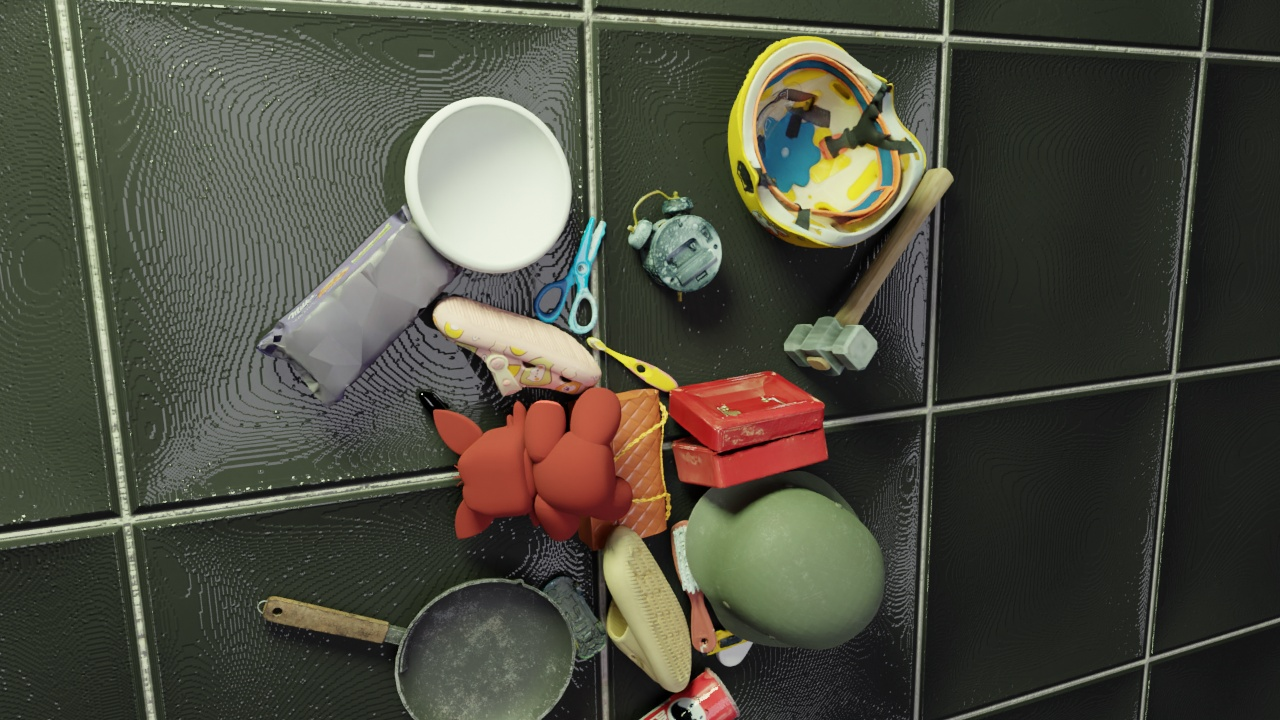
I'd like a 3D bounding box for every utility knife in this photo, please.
[{"bbox_3d":[0.144,0.354,1.206,0.155,0.017,0.030,-13,114,-24],"label":"utility knife"}]

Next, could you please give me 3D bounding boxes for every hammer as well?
[{"bbox_3d":[0.307,-0.120,1.169,0.051,0.117,0.322,43,73,-24],"label":"hammer"}]

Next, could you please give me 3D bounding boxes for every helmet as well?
[{"bbox_3d":[0.187,0.246,1.095,0.267,0.154,0.227,30,84,-12],"label":"helmet"},{"bbox_3d":[0.190,-0.242,1.069,0.209,0.140,0.240,-37,99,-14],"label":"helmet"}]

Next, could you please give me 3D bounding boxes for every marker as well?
[{"bbox_3d":[-0.198,0.083,1.020,0.022,0.016,0.138,-45,115,-15],"label":"marker"}]

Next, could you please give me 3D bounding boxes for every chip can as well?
[{"bbox_3d":[0.012,0.485,1.154,0.232,0.073,0.073,-31,110,-15],"label":"chip can"}]

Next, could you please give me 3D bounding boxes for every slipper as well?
[{"bbox_3d":[-0.140,-0.004,0.999,0.197,0.093,0.082,22,110,-24],"label":"slipper"},{"bbox_3d":[-0.007,0.303,1.092,0.079,0.111,0.262,-12,126,14],"label":"slipper"}]

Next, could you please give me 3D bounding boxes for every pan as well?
[{"bbox_3d":[-0.245,0.313,1.028,0.356,0.040,0.208,22,96,-18],"label":"pan"}]

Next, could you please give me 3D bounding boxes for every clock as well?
[{"bbox_3d":[0.039,-0.136,1.064,0.090,0.052,0.129,-38,113,-13],"label":"clock"}]

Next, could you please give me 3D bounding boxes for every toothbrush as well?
[{"bbox_3d":[-0.006,0.006,1.090,0.135,0.016,0.021,30,85,-25],"label":"toothbrush"}]

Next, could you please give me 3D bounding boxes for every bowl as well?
[{"bbox_3d":[-0.163,-0.178,0.954,0.176,0.066,0.176,-2,94,-30],"label":"bowl"}]

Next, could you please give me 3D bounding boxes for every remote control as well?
[{"bbox_3d":[0.145,0.343,1.220,0.043,0.013,0.136,34,85,-25],"label":"remote control"}]

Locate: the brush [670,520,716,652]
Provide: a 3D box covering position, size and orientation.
[{"bbox_3d":[0.067,0.287,1.146,0.041,0.030,0.172,-10,94,9],"label":"brush"}]

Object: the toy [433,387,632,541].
[{"bbox_3d":[-0.114,0.116,0.995,0.197,0.120,0.158,-5,109,8],"label":"toy"}]

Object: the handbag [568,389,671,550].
[{"bbox_3d":[-0.019,0.128,1.085,0.108,0.060,0.172,-9,103,-26],"label":"handbag"}]

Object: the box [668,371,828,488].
[{"bbox_3d":[0.129,0.096,1.103,0.157,0.136,0.123,-9,109,-22],"label":"box"}]

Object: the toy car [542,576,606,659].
[{"bbox_3d":[-0.080,0.307,1.103,0.048,0.032,0.105,-33,97,-13],"label":"toy car"}]

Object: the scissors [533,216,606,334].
[{"bbox_3d":[-0.076,-0.102,1.043,0.083,0.015,0.140,12,97,-23],"label":"scissors"}]

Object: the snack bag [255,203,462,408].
[{"bbox_3d":[-0.280,-0.055,0.935,0.205,0.058,0.096,-48,115,-10],"label":"snack bag"}]
